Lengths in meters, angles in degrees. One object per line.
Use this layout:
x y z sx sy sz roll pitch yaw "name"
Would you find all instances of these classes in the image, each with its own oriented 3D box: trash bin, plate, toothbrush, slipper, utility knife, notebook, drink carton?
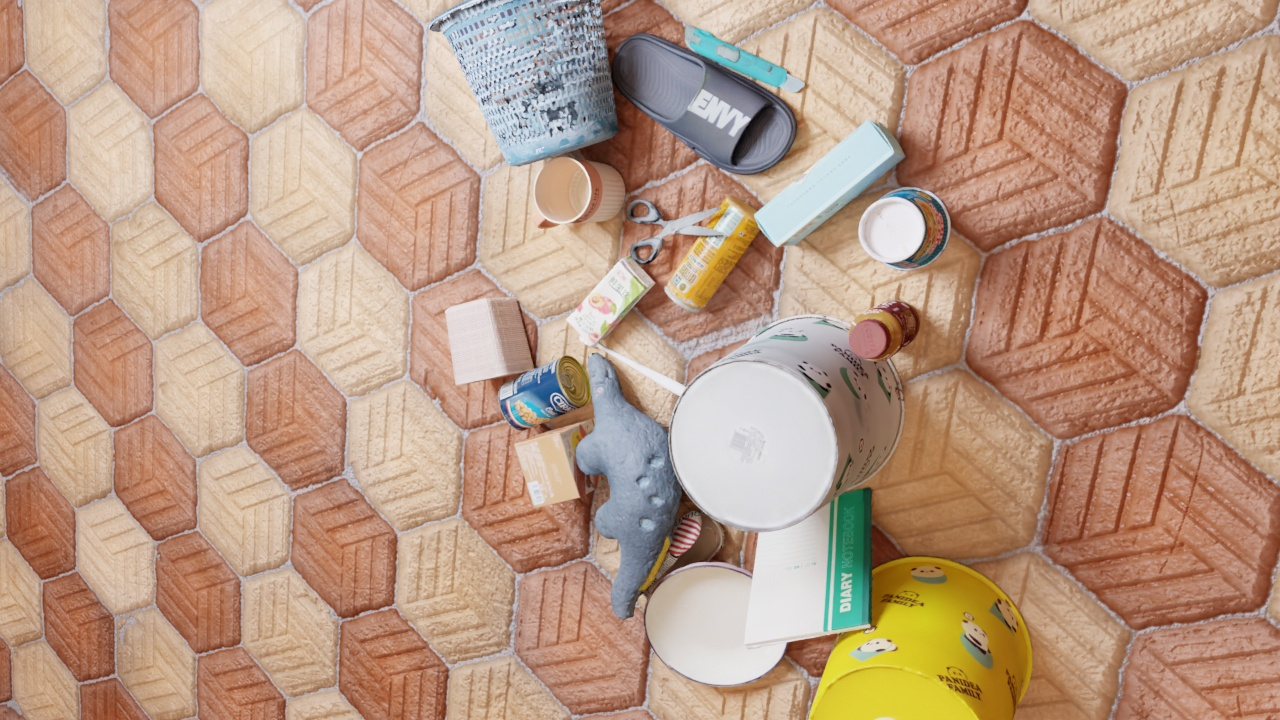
0.164 0.072 1.042 0.230 0.251 0.229 4 99 24 "trash bin"
0.307 0.370 1.021 0.230 0.254 0.230 5 101 25 "trash bin"
0.101 0.343 1.214 0.192 0.039 0.193 4 112 10 "plate"
-0.007 0.007 1.244 0.180 0.016 0.016 28 101 18 "toothbrush"
0.062 -0.316 1.125 0.268 0.083 0.111 36 113 18 "slipper"
-0.125 -0.356 1.150 0.227 0.225 0.195 -10 107 26 "trash bin"
0.124 -0.368 1.124 0.174 0.013 0.029 30 110 18 "utility knife"
0.203 0.242 1.090 0.151 0.208 0.012 -19 121 26 "notebook"
-0.039 -0.080 1.224 0.053 0.045 0.123 47 122 4 "drink carton"

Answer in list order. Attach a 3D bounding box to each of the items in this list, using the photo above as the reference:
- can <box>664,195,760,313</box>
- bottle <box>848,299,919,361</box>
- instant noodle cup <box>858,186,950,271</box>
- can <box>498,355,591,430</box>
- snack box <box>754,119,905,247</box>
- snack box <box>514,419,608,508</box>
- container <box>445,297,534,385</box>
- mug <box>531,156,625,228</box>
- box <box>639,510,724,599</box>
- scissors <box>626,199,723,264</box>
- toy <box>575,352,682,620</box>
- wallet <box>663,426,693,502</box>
0.092 -0.133 1.151 0.058 0.058 0.146 41 113 14 "can"
0.269 -0.032 1.018 0.057 0.174 0.057 4 100 25 "bottle"
0.290 -0.146 1.027 0.099 0.109 0.099 5 101 24 "instant noodle cup"
-0.135 0.047 1.279 0.111 0.075 0.075 -23 88 27 "can"
0.220 -0.203 1.070 0.175 0.074 0.051 -38 82 25 "snack box"
-0.106 0.142 1.269 0.077 0.094 0.093 -17 90 27 "snack box"
-0.215 -0.029 1.300 0.090 0.089 0.111 -11 90 27 "container"
-0.087 -0.211 1.197 0.115 0.105 0.081 -37 82 25 "mug"
0.033 0.265 1.229 0.163 0.086 0.076 -48 62 27 "box"
0.037 -0.172 1.161 0.162 0.014 0.165 57 137 26 "scissors"
-0.011 0.153 1.196 0.138 0.091 0.356 -18 76 39 "toy"
0.044 0.137 1.235 0.125 0.032 0.101 1 95 25 "wallet"
